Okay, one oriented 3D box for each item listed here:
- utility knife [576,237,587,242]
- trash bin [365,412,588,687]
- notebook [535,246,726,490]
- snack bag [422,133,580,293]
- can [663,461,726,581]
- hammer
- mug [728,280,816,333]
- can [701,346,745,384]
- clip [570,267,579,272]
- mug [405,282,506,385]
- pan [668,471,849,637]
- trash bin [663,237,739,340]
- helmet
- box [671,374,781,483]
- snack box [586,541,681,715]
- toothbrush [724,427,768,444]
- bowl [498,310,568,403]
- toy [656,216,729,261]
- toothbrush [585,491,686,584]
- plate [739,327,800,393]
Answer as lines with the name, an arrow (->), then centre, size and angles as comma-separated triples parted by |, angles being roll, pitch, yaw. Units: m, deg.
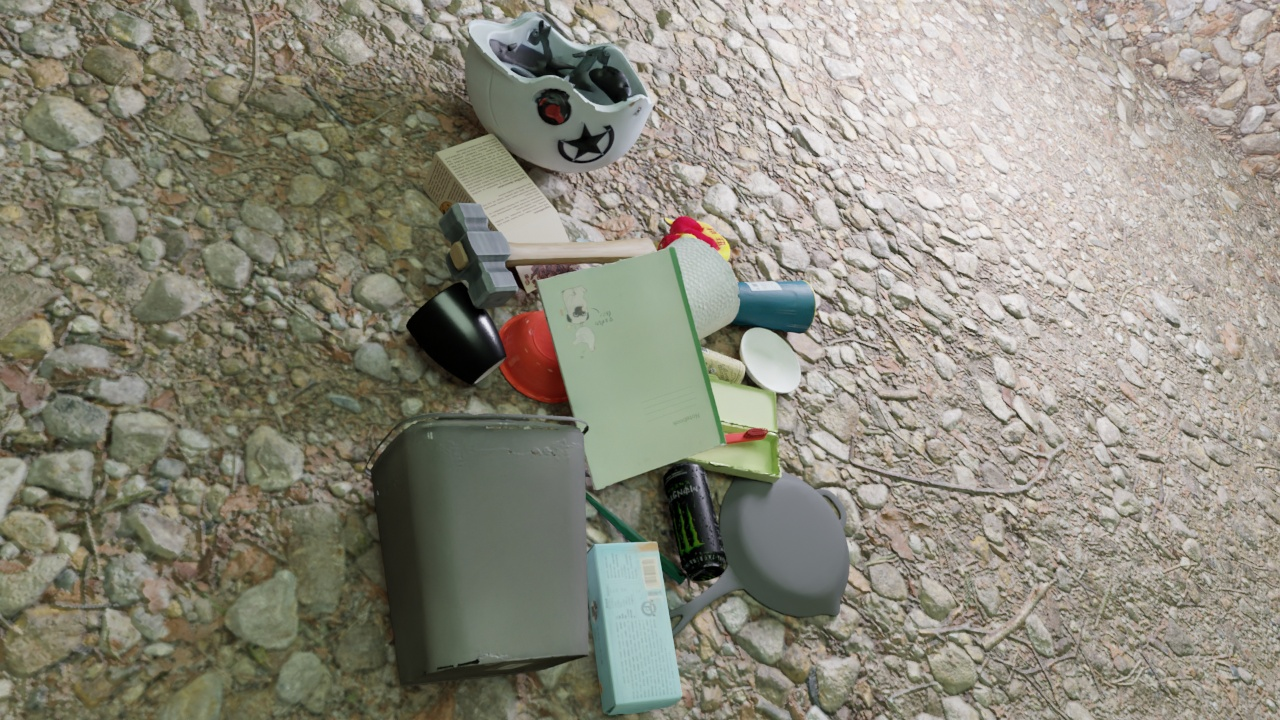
utility knife -> -0.009, -0.132, 1.280 | 0.177, 0.016, 0.022 | 22, 48, -11
trash bin -> -0.152, 0.187, 0.889 | 0.197, 0.198, 0.219 | 4, 65, -29
notebook -> -0.006, 0.006, 1.088 | 0.181, 0.010, 0.252 | -17, 96, -22
snack bag -> -0.174, -0.182, 1.180 | 0.094, 0.070, 0.206 | -33, 80, -39
can -> 0.063, 0.187, 1.079 | 0.054, 0.054, 0.137 | 8, 50, -25
hammer -> -0.096, -0.133, 1.137 | 0.322, 0.051, 0.117 | -9, 68, -47
mug -> 0.179, -0.079, 1.311 | 0.121, 0.078, 0.078 | 2, 60, -23
can -> 0.097, 0.008, 1.231 | 0.079, 0.038, 0.038 | 20, 53, -17
clip -> -0.101, -0.135, 1.229 | 0.046, 0.014, 0.050 | 7, 56, -25
mug -> -0.201, -0.030, 1.071 | 0.100, 0.085, 0.118 | 50, 21, 0
pan -> 0.143, 0.244, 1.117 | 0.353, 0.024, 0.216 | -25, 75, -37
trash bin -> 0.027, -0.067, 1.186 | 0.160, 0.134, 0.133 | -35, 81, -34
helmet -> -0.125, -0.351, 1.249 | 0.263, 0.164, 0.236 | 9, 37, -28
box -> 0.091, 0.079, 1.178 | 0.187, 0.024, 0.137 | 11, 57, -15
snack box -> -0.011, 0.283, 0.984 | 0.075, 0.053, 0.174 | 1, 59, -21
toothbrush -> 0.066, 0.100, 1.129 | 0.212, 0.018, 0.012 | -5, 60, -25
bowl -> -0.110, -0.015, 1.126 | 0.130, 0.045, 0.130 | 14, 56, -21
toy -> 0.070, -0.168, 1.314 | 0.105, 0.067, 0.137 | 44, 39, 14
toothbrush -> -0.021, 0.190, 1.058 | 0.190, 0.017, 0.016 | 41, 52, 3
plate -> 0.175, 0.005, 1.280 | 0.104, 0.026, 0.104 | 20, 50, -26
